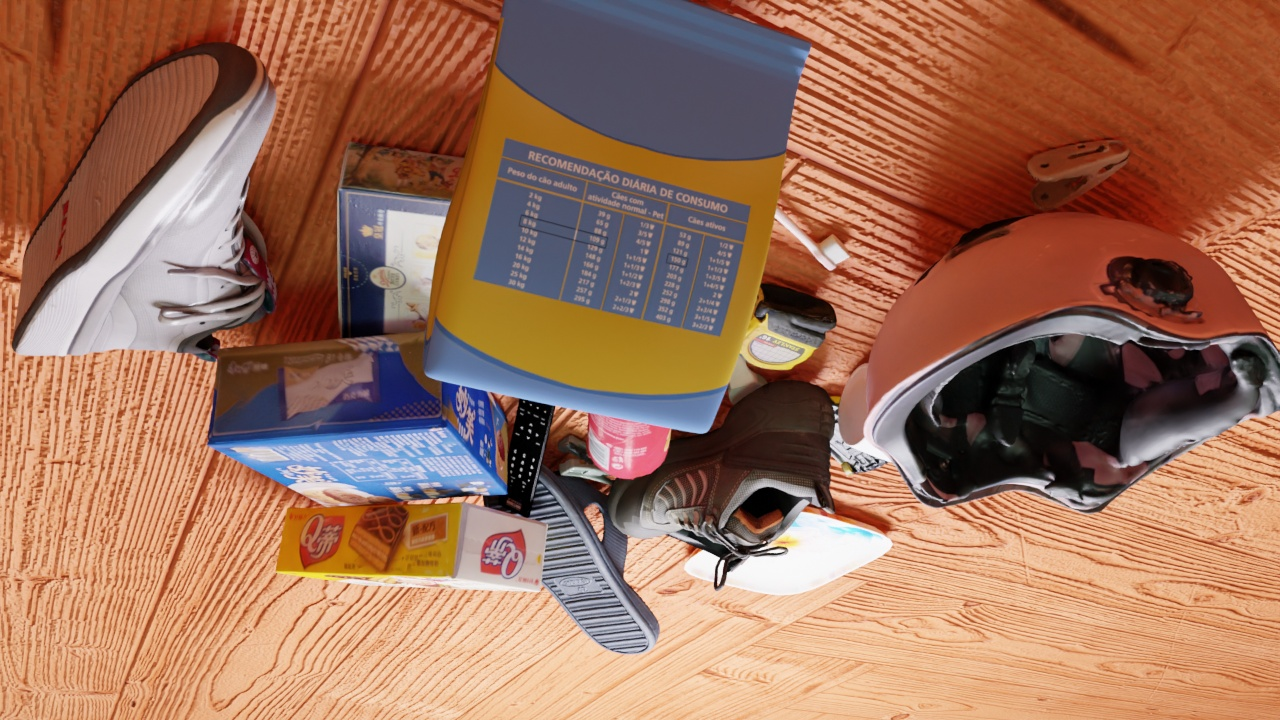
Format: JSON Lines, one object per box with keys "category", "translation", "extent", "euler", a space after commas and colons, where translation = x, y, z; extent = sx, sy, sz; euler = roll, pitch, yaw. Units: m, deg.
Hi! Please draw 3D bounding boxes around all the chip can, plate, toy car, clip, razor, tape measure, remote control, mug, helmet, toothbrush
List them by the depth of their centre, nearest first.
{"category": "clip", "translation": [0.267, -0.113, 0.563], "extent": [0.060, 0.024, 0.040], "euler": [-11, 144, 4]}
{"category": "toothbrush", "translation": [0.076, -0.104, 0.566], "extent": [0.018, 0.015, 0.181], "euler": [-35, 135, 27]}
{"category": "helmet", "translation": [0.264, -0.007, 0.597], "extent": [0.255, 0.152, 0.231], "euler": [3, 150, -11]}
{"category": "tape measure", "translation": [0.097, -0.024, 0.659], "extent": [0.065, 0.037, 0.064], "euler": [12, 141, -20]}
{"category": "chip can", "translation": [-0.004, 0.004, 0.661], "extent": [0.073, 0.073, 0.233], "euler": [-1, 145, -4]}
{"category": "mug", "translation": [0.217, 0.029, 0.723], "extent": [0.087, 0.081, 0.114], "euler": [13, 111, -12]}
{"category": "remote control", "translation": [-0.095, 0.077, 0.766], "extent": [0.030, 0.009, 0.140], "euler": [24, 126, 11]}
{"category": "toy car", "translation": [0.179, 0.064, 0.794], "extent": [0.049, 0.030, 0.107], "euler": [-29, 127, 33]}
{"category": "clip", "translation": [-0.041, 0.099, 0.815], "extent": [0.023, 0.049, 0.078], "euler": [-30, 131, 34]}
{"category": "razor", "translation": [0.049, 0.162, 0.906], "extent": [0.156, 0.060, 0.057], "euler": [27, 129, -7]}
{"category": "plate", "translation": [0.160, 0.208, 1.007], "extent": [0.186, 0.016, 0.187], "euler": [20, 138, -29]}

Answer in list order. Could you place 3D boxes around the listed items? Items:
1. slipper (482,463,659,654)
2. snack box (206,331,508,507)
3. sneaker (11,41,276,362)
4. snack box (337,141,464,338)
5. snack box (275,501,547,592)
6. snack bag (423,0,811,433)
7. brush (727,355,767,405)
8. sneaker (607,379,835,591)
{"category": "slipper", "translation": [-0.057, 0.174, 0.878], "extent": [0.101, 0.082, 0.264], "euler": [-14, 122, 29]}
{"category": "snack box", "translation": [-0.191, 0.051, 0.670], "extent": [0.155, 0.069, 0.203], "euler": [-5, 160, 2]}
{"category": "sneaker", "translation": [-0.257, -0.070, 0.529], "extent": [0.128, 0.096, 0.264], "euler": [15, 141, -43]}
{"category": "snack box", "translation": [-0.115, -0.063, 0.581], "extent": [0.145, 0.042, 0.145], "euler": [6, 144, -14]}
{"category": "snack box", "translation": [-0.206, 0.166, 0.814], "extent": [0.231, 0.061, 0.110], "euler": [-7, 158, 33]}
{"category": "snack bag", "translation": [-0.014, -0.081, 0.469], "extent": [0.159, 0.102, 0.205], "euler": [13, 106, -16]}
{"category": "brush", "translation": [0.063, -0.013, 0.696], "extent": [0.033, 0.012, 0.218], "euler": [-14, 141, 16]}
{"category": "sneaker", "translation": [0.074, 0.129, 0.758], "extent": [0.101, 0.142, 0.239], "euler": [20, 139, -37]}
